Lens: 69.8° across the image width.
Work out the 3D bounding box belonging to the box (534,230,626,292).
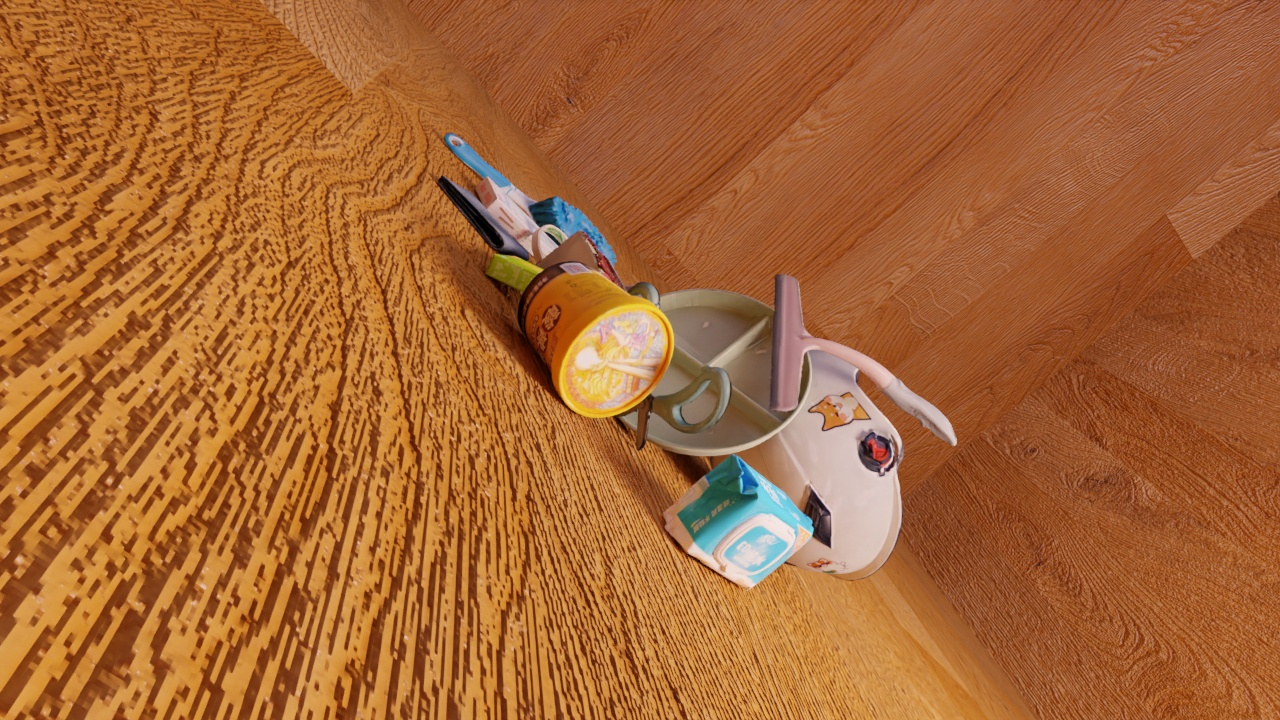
[{"bbox_3d":[-0.076,-0.097,1.102,0.076,0.091,0.168,49,7,-27],"label":"box"}]

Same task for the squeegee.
[{"bbox_3d":[0.252,0.022,0.984,0.249,0.040,0.247,30,35,-13],"label":"squeegee"}]

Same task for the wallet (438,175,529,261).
[{"bbox_3d":[-0.191,-0.172,1.121,0.121,0.019,0.097,48,6,9],"label":"wallet"}]

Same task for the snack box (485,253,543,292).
[{"bbox_3d":[-0.081,-0.069,0.974,0.156,0.026,0.085,26,6,4],"label":"snack box"}]

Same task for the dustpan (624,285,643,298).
[{"bbox_3d":[-0.007,0.007,1.169,0.222,0.138,0.274,34,-16,-18],"label":"dustpan"}]

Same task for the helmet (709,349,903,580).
[{"bbox_3d":[0.166,0.114,1.044,0.156,0.231,0.273,4,61,-27],"label":"helmet"}]

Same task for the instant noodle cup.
[{"bbox_3d":[-0.048,-0.027,0.851,0.118,0.118,0.114,40,5,-48],"label":"instant noodle cup"}]

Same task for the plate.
[{"bbox_3d":[0.068,0.010,0.992,0.230,0.230,0.027,54,-20,36],"label":"plate"}]

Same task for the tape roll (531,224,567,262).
[{"bbox_3d":[-0.117,-0.145,1.262,0.085,0.014,0.085,36,43,-43],"label":"tape roll"}]

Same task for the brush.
[{"bbox_3d":[-0.166,-0.240,1.412,0.110,0.060,0.314,4,-33,45],"label":"brush"}]

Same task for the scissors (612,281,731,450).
[{"bbox_3d":[0.014,0.002,0.882,0.019,0.171,0.181,-12,84,-40],"label":"scissors"}]

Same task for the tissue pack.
[{"bbox_3d":[0.091,0.148,0.822,0.140,0.090,0.063,40,12,-46],"label":"tissue pack"}]

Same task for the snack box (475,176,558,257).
[{"bbox_3d":[-0.164,-0.184,1.289,0.157,0.027,0.084,43,10,-35],"label":"snack box"}]
